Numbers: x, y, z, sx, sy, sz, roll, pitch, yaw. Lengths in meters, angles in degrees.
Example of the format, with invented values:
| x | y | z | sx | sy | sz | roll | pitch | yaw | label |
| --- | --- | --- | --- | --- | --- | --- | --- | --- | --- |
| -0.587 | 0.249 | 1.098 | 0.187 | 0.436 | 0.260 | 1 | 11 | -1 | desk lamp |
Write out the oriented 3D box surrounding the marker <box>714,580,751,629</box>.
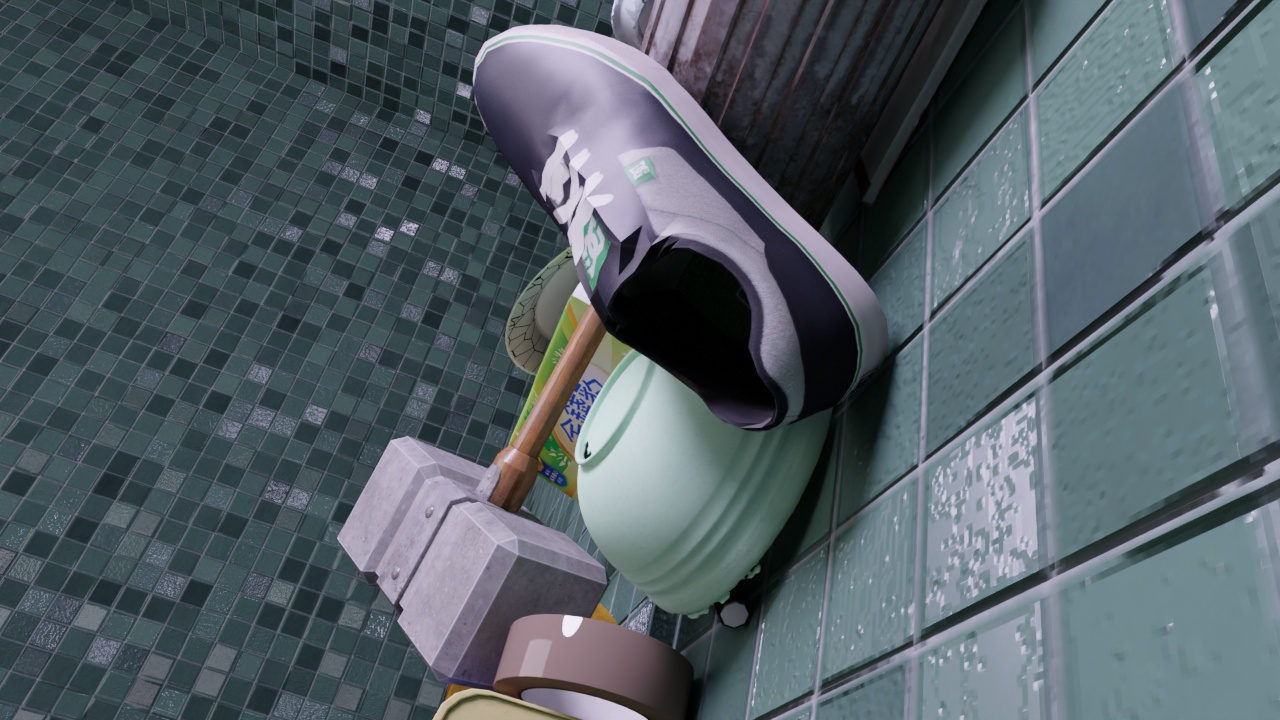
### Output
| x | y | z | sx | sy | sz | roll | pitch | yaw | label |
| --- | --- | --- | --- | --- | --- | --- | --- | --- | --- |
| 0.036 | 0.096 | 0.467 | 0.123 | 0.021 | 0.017 | -103 | 34 | -74 | marker |

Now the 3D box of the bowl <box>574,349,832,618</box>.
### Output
| x | y | z | sx | sy | sz | roll | pitch | yaw | label |
| --- | --- | --- | --- | --- | --- | --- | --- | --- | --- |
| 0.018 | 0.039 | 0.446 | 0.151 | 0.077 | 0.150 | -54 | 15 | 21 | bowl |

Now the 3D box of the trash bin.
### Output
| x | y | z | sx | sy | sz | roll | pitch | yaw | label |
| --- | --- | --- | --- | --- | --- | --- | --- | --- | --- |
| 0.067 | -0.159 | 0.420 | 0.130 | 0.131 | 0.212 | -80 | 10 | -54 | trash bin |

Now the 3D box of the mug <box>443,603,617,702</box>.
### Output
| x | y | z | sx | sy | sz | roll | pitch | yaw | label |
| --- | --- | --- | --- | --- | --- | --- | --- | --- | --- |
| -0.061 | 0.209 | 0.615 | 0.123 | 0.100 | 0.094 | -14 | -39 | -47 | mug |

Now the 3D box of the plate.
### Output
| x | y | z | sx | sy | sz | roll | pitch | yaw | label |
| --- | --- | --- | --- | --- | --- | --- | --- | --- | --- |
| -0.019 | -0.052 | 0.711 | 0.016 | 0.188 | 0.189 | 60 | 143 | 28 | plate |

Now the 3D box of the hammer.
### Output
| x | y | z | sx | sy | sz | roll | pitch | yaw | label |
| --- | --- | --- | --- | --- | --- | --- | --- | --- | --- |
| -0.047 | 0.015 | 0.545 | 0.163 | 0.083 | 0.317 | 27 | 88 | 50 | hammer |

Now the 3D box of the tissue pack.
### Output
| x | y | z | sx | sy | sz | roll | pitch | yaw | label |
| --- | --- | --- | --- | --- | --- | --- | --- | --- | --- |
| -0.004 | 0.004 | 0.700 | 0.141 | 0.120 | 0.198 | -51 | -1 | -45 | tissue pack |

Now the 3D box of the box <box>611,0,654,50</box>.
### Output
| x | y | z | sx | sy | sz | roll | pitch | yaw | label |
| --- | --- | --- | --- | --- | --- | --- | --- | --- | --- |
| 0.078 | -0.234 | 0.530 | 0.208 | 0.037 | 0.189 | 7 | -70 | -59 | box |

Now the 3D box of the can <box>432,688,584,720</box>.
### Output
| x | y | z | sx | sy | sz | roll | pitch | yaw | label |
| --- | --- | --- | --- | --- | --- | --- | --- | --- | --- |
| -0.049 | 0.203 | 0.442 | 0.092 | 0.116 | 0.056 | 120 | 168 | -62 | can |

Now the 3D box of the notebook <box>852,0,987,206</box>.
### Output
| x | y | z | sx | sy | sz | roll | pitch | yaw | label |
| --- | --- | --- | --- | --- | --- | --- | --- | --- | --- |
| 0.144 | -0.190 | 0.492 | 0.208 | 0.012 | 0.153 | -81 | 12 | -56 | notebook |

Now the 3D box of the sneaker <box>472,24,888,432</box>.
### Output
| x | y | z | sx | sy | sz | roll | pitch | yaw | label |
| --- | --- | --- | --- | --- | --- | --- | --- | --- | --- |
| -0.008 | -0.063 | 0.383 | 0.078 | 0.235 | 0.084 | -24 | -29 | -43 | sneaker |

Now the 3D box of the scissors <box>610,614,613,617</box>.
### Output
| x | y | z | sx | sy | sz | roll | pitch | yaw | label |
| --- | --- | --- | --- | --- | --- | --- | --- | --- | --- |
| -0.047 | 0.223 | 0.732 | 0.144 | 0.019 | 0.126 | -116 | 48 | -77 | scissors |

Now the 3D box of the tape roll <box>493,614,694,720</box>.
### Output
| x | y | z | sx | sy | sz | roll | pitch | yaw | label |
| --- | --- | --- | --- | --- | --- | --- | --- | --- | --- |
| -0.022 | 0.157 | 0.447 | 0.094 | 0.093 | 0.030 | 121 | 167 | -55 | tape roll |
